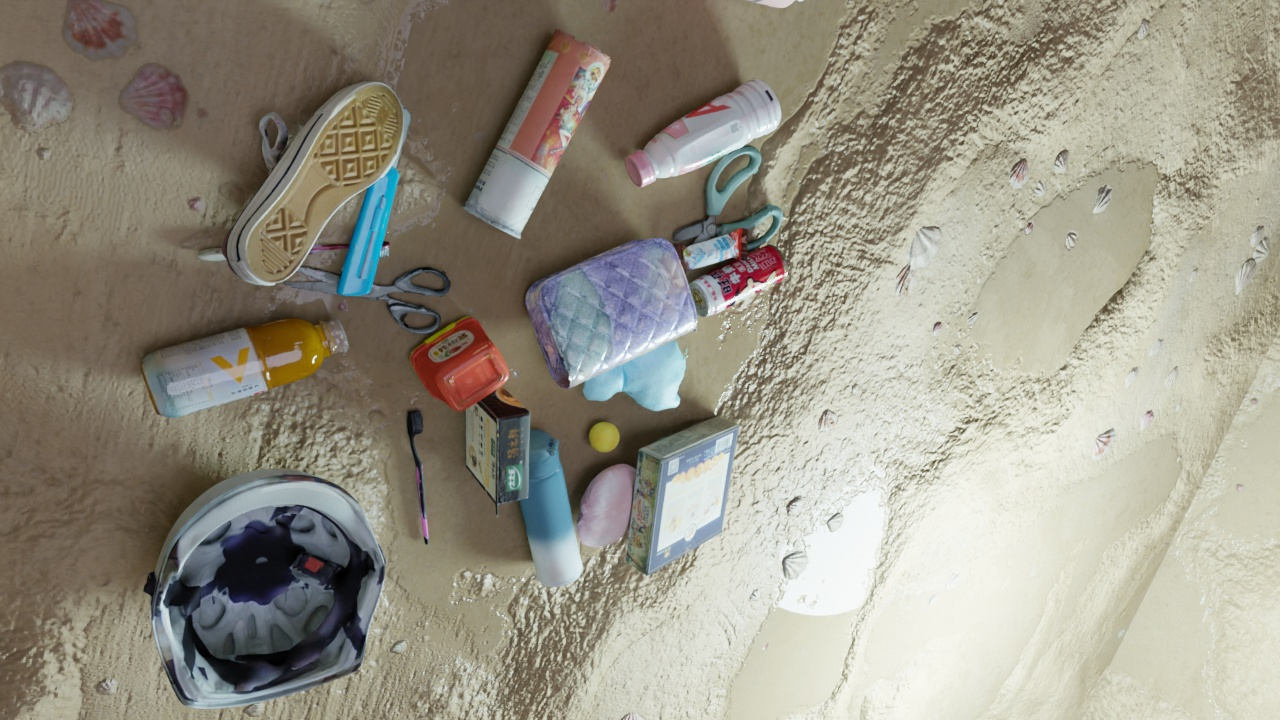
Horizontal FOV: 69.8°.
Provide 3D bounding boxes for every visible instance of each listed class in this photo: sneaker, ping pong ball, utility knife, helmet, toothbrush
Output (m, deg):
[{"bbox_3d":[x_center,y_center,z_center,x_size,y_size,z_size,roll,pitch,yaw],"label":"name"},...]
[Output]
[{"bbox_3d":[-0.320,-0.175,0.873,0.240,0.088,0.118,-61,145,-23],"label":"sneaker"},{"bbox_3d":[-0.048,0.101,1.208,0.040,0.040,0.040,-14,118,-28],"label":"ping pong ball"},{"bbox_3d":[-0.270,-0.163,0.943,0.034,0.018,0.204,14,93,-35],"label":"utility knife"},{"bbox_3d":[-0.398,0.222,0.968,0.228,0.146,0.259,-7,107,-32],"label":"helmet"},{"bbox_3d":[-0.263,0.143,1.105,0.017,0.014,0.189,-22,124,-38],"label":"toothbrush"},{"bbox_3d":[-0.347,-0.109,0.930,0.187,0.016,0.017,-8,125,-31],"label":"toothbrush"}]

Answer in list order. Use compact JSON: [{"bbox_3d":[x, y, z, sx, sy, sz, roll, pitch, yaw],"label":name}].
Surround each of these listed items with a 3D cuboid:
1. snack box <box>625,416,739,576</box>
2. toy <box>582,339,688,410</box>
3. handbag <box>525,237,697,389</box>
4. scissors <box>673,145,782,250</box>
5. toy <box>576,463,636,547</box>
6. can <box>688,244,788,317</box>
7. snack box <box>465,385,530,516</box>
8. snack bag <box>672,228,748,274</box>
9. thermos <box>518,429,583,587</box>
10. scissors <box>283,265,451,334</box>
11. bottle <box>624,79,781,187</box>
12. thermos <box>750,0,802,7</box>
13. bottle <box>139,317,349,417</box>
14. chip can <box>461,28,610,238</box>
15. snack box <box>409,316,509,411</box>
[{"bbox_3d":[0.060,0.186,1.284,0.177,0.046,0.183,-17,122,-48],"label":"snack box"},{"bbox_3d":[-0.007,0.007,1.186,0.156,0.050,0.161,-29,113,-15],"label":"toy"},{"bbox_3d":[-0.034,-0.062,1.112,0.193,0.076,0.134,-24,102,-21],"label":"handbag"},{"bbox_3d":[0.112,-0.205,1.186,0.174,0.019,0.176,-17,121,-23],"label":"scissors"},{"bbox_3d":[-0.024,0.198,1.263,0.159,0.054,0.121,0,112,-46],"label":"toy"},{"bbox_3d":[0.128,-0.106,1.219,0.132,0.053,0.053,-27,124,-21],"label":"can"},{"bbox_3d":[-0.168,0.100,1.074,0.053,0.126,0.113,-10,116,-30],"label":"snack box"},{"bbox_3d":[0.091,-0.139,1.179,0.104,0.026,0.048,-16,117,-22],"label":"snack bag"},{"bbox_3d":[-0.124,0.191,1.188,0.070,0.070,0.221,-22,121,-23],"label":"thermos"},{"bbox_3d":[-0.289,-0.068,0.988,0.170,0.014,0.151,-29,124,-19],"label":"scissors"},{"bbox_3d":[0.073,-0.269,1.101,0.196,0.068,0.068,-30,125,-15],"label":"bottle"},{"bbox_3d":[0.099,-0.443,1.022,0.198,0.087,0.067,6,126,-34],"label":"thermos"},{"bbox_3d":[-0.391,0.000,0.918,0.189,0.068,0.068,-19,121,-25],"label":"bottle"},{"bbox_3d":[-0.112,-0.242,0.987,0.071,0.071,0.215,24,96,-38],"label":"chip can"},{"bbox_3d":[-0.200,0.008,1.039,0.091,0.080,0.082,-35,127,-16],"label":"snack box"}]
